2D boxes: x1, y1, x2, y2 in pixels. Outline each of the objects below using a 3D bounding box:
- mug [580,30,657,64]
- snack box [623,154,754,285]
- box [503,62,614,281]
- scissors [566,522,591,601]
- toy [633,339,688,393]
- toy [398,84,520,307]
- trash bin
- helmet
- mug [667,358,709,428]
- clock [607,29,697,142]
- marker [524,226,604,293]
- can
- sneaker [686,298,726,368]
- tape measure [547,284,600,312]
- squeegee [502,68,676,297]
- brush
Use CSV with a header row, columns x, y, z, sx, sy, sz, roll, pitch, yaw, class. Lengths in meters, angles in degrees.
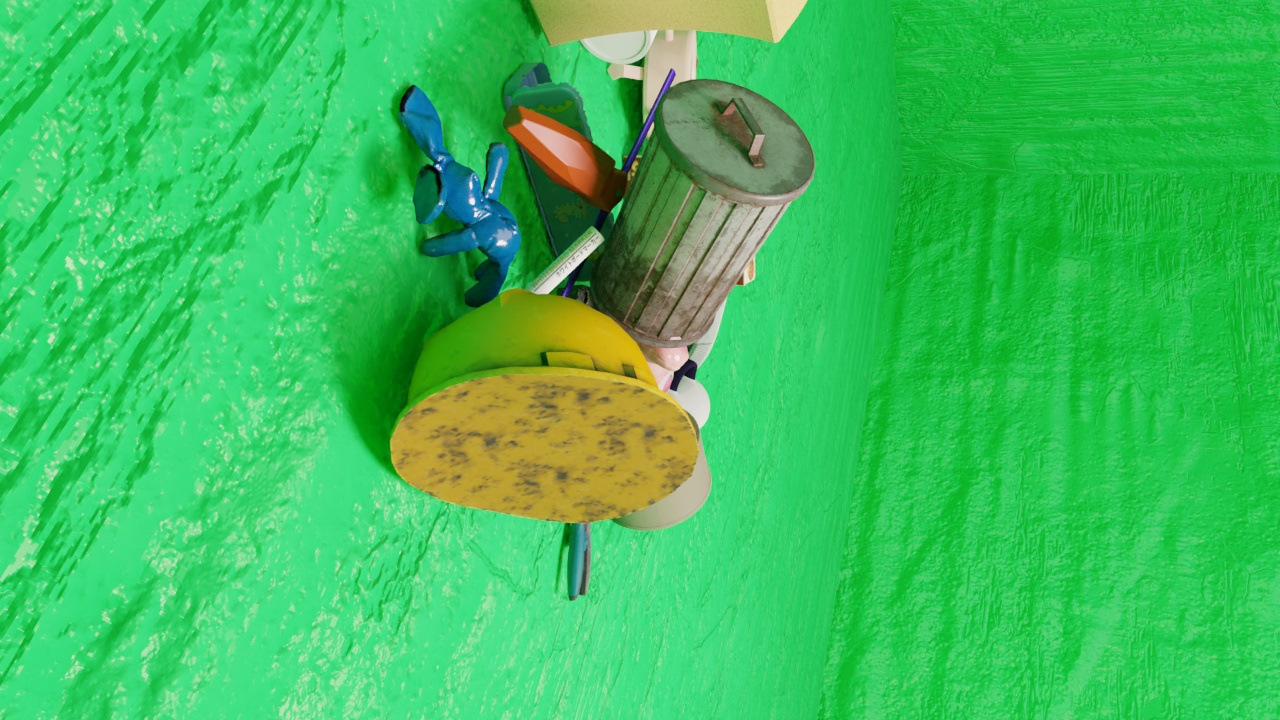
x,y,z,sx,sy,sz,roll,pitch,yaw,class
-0.013,-0.363,0.917,0.082,0.082,0.105,64,37,-51,mug
0.056,-0.161,1.040,0.041,0.147,0.143,-34,126,-62,snack box
-0.058,-0.169,0.849,0.210,0.079,0.072,74,33,-41,box
-0.064,0.182,0.970,0.149,0.019,0.131,-73,160,-50,scissors
-0.006,0.005,0.927,0.214,0.084,0.141,116,-6,-50,toy
-0.133,-0.108,0.692,0.176,0.071,0.112,69,22,-46,toy
0.046,-0.121,0.761,0.212,0.131,0.130,-60,-176,49,trash bin
-0.076,0.023,0.719,0.255,0.206,0.131,34,37,-48,helmet
0.038,0.050,1.109,0.096,0.079,0.112,-27,141,-65,mug
0.024,-0.313,1.047,0.160,0.086,0.131,-21,115,-76,clock
-0.088,-0.056,0.764,0.145,0.017,0.017,-44,150,-2,marker
0.009,0.113,0.999,0.127,0.128,0.073,-62,148,-45,can
0.058,-0.081,1.149,0.089,0.087,0.236,-90,-169,-52,sneaker
-0.061,-0.048,0.882,0.058,0.066,0.035,18,76,-43,tape measure
-0.052,-0.159,0.748,0.184,0.055,0.249,23,94,-61,squeegee
0.034,-0.373,0.805,0.075,0.250,0.194,62,42,-53,brush
